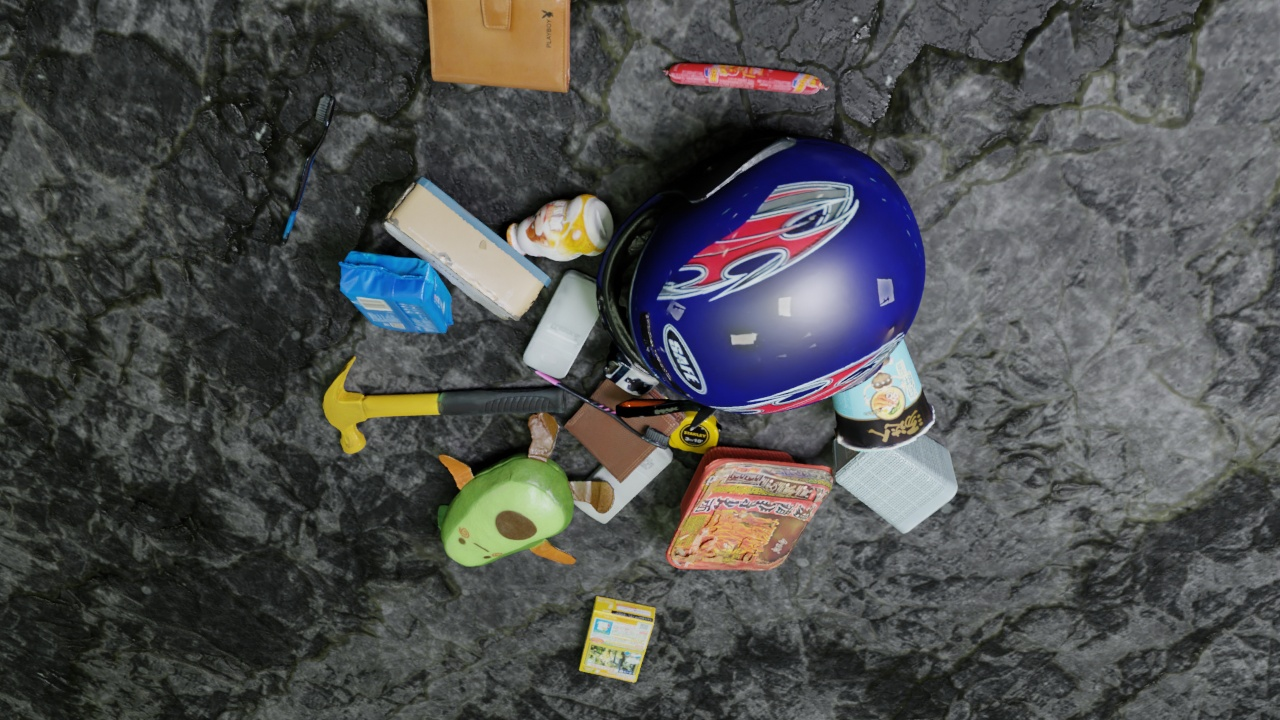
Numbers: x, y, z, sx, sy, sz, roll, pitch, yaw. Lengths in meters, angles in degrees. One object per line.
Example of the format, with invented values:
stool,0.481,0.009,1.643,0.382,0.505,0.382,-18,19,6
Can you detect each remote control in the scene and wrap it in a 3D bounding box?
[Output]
remote control,-0.084,-0.039,1.029,0.056,0.020,0.136,24,123,-11
remote control,-0.024,0.145,1.145,0.058,0.021,0.150,37,120,-11

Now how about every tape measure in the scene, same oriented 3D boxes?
tape measure,-0.006,0.006,1.022,0.066,0.065,0.034,36,125,-14
tape measure,0.065,0.082,1.088,0.060,0.028,0.057,10,126,1

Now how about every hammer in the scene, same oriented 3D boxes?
hammer,-0.238,0.051,1.102,0.301,0.032,0.129,-2,125,9

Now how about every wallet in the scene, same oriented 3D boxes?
wallet,-0.130,-0.306,0.849,0.132,0.031,0.108,6,126,1
wallet,-0.021,0.073,1.079,0.101,0.032,0.125,44,119,3

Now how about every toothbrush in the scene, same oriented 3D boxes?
toothbrush,-0.351,-0.196,0.959,0.016,0.014,0.190,27,124,-10
toothbrush,-0.049,0.050,1.056,0.189,0.014,0.018,30,105,11

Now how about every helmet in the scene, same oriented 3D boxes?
helmet,0.100,-0.065,0.842,0.316,0.239,0.247,-23,111,15

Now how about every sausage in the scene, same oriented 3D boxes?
sausage,0.098,-0.263,0.856,0.156,0.020,0.020,6,124,3

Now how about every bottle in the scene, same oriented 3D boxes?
bottle,-0.084,-0.132,0.941,0.109,0.063,0.063,-7,124,28

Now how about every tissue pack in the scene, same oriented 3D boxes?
tissue pack,-0.256,-0.071,0.981,0.095,0.052,0.157,7,165,2

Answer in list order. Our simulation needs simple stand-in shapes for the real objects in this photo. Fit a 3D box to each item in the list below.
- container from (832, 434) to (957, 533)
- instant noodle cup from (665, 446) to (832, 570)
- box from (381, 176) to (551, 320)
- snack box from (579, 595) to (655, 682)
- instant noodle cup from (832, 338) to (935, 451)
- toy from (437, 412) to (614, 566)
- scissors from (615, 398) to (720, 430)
container,0.286,0.121,1.053,0.111,0.089,0.090,34,121,-13
instant noodle cup,0.122,0.172,1.096,0.164,0.079,0.189,7,127,-20
box,-0.176,-0.107,0.946,0.184,0.090,0.061,37,81,-21
snack box,-0.034,0.401,1.315,0.087,0.033,0.141,12,123,-1
instant noodle cup,0.247,0.019,0.982,0.111,0.111,0.120,-15,114,16
toy,-0.159,0.183,1.148,0.247,0.089,0.227,-37,106,24
scissors,0.073,0.046,0.961,0.235,0.220,0.022,-5,100,37
